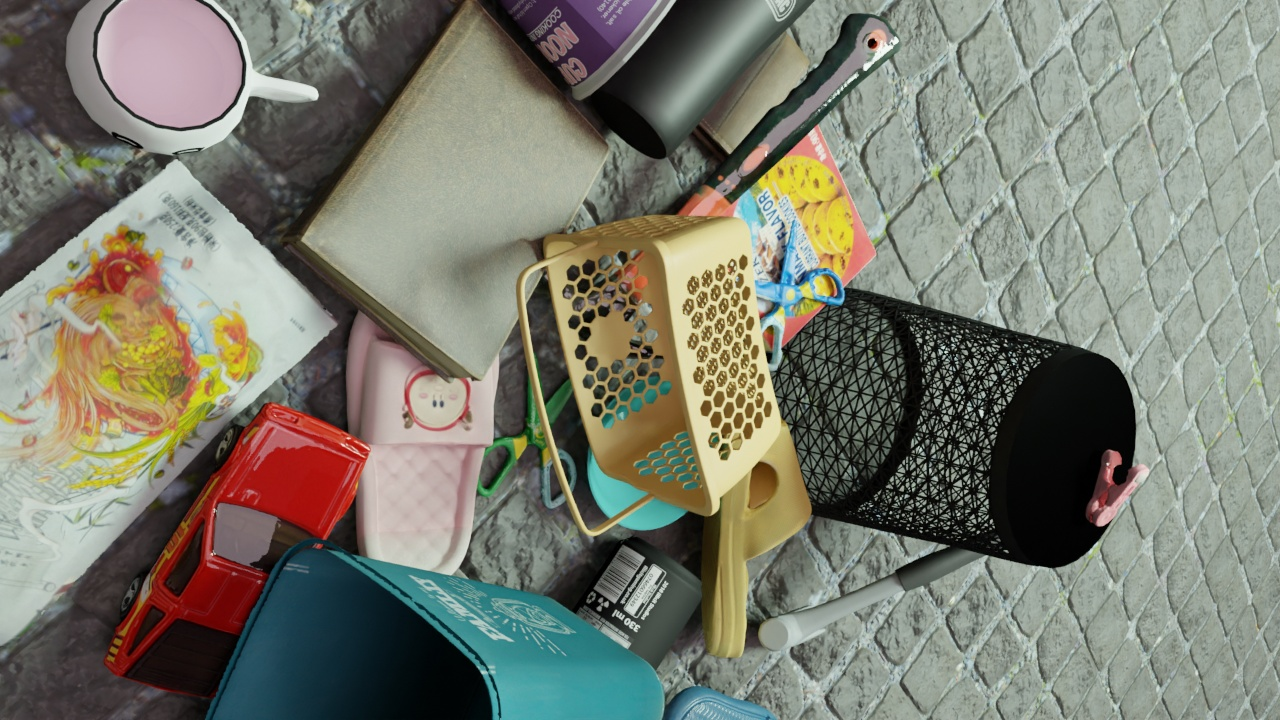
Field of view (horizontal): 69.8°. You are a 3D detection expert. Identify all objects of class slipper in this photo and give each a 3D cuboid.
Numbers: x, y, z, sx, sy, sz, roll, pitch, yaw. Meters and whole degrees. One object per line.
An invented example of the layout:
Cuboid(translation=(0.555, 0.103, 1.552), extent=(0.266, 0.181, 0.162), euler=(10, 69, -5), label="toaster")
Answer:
Cuboid(translation=(-0.144, 0.051, 0.623), extent=(0.106, 0.056, 0.221), euler=(0, 98, -35), label="slipper")
Cuboid(translation=(0.096, 0.122, 0.761), extent=(0.078, 0.099, 0.263), euler=(3, 102, -5), label="slipper")
Cuboid(translation=(0.070, 0.345, 0.817), extent=(0.214, 0.059, 0.103), euler=(50, 61, -42), label="slipper")

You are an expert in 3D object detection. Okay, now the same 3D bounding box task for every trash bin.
Cuboid(translation=(0.250, 0.056, 0.769), extent=(0.216, 0.243, 0.217), euler=(-6, 102, -33), label="trash bin")
Cuboid(translation=(-0.115, 0.236, 0.572), extent=(0.218, 0.197, 0.199), euler=(25, 89, -57), label="trash bin")

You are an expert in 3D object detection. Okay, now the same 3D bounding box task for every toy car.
Cuboid(translation=(-0.243, 0.117, 0.559), extent=(0.081, 0.056, 0.189), euler=(31, 91, -34), label="toy car")

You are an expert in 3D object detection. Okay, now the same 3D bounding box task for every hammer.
Cuboid(translation=(0.070, -0.136, 0.691), extent=(0.333, 0.033, 0.133), euler=(-46, 114, -1), label="hammer")
Cuboid(translation=(0.252, 0.187, 0.815), extent=(0.311, 0.029, 0.125), euler=(-26, 160, 7), label="hammer")

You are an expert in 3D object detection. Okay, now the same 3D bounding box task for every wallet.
Cuboid(translation=(0.075, -0.232, 0.736), extent=(0.098, 0.027, 0.121), euler=(41, 77, -27), label="wallet")

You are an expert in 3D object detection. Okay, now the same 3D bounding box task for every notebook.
Cuboid(translation=(-0.126, -0.124, 0.587), extent=(0.190, 0.035, 0.215), euler=(44, 59, -32), label="notebook")

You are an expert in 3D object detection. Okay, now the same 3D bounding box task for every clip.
Cuboid(translation=(0.346, 0.091, 0.679), extent=(0.023, 0.050, 0.059), euler=(12, 133, -32), label="clip")

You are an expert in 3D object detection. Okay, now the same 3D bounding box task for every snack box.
Cuboid(translation=(0.118, -0.105, 0.776), extent=(0.144, 0.040, 0.142), euler=(-43, 118, -19), label="snack box")

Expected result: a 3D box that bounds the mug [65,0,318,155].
Cuboid(translation=(-0.244, -0.157, 0.507), extent=(0.123, 0.076, 0.090), euler=(3, 97, -34), label="mug")

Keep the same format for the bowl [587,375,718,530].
Cuboid(translation=(0.000, 0.068, 0.726), extent=(0.121, 0.046, 0.121), euler=(-6, 102, -32), label="bowl")

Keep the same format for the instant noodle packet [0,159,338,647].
Cuboid(translation=(-0.312, 0.026, 0.511), extent=(0.268, 0.057, 0.147), euler=(-47, 122, -14), label="instant noodle packet")

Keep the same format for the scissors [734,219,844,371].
Cuboid(translation=(0.120, -0.051, 0.757), extent=(0.125, 0.013, 0.129), euler=(9, 92, -34), label="scissors")

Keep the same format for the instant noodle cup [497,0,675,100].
Cuboid(translation=(-0.049, -0.265, 0.608), extent=(0.122, 0.122, 0.136), euler=(37, 33, -23), label="instant noodle cup")

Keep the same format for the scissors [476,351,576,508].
Cuboid(translation=(-0.072, 0.058, 0.698), extent=(0.117, 0.012, 0.129), euler=(45, 75, -32), label="scissors")

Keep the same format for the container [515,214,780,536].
Cuboid(translation=(-0.004, 0.003, 0.603), extent=(0.166, 0.129, 0.183), euler=(-29, 116, -36), label="container")

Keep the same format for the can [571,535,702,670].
Cuboid(translation=(-0.019, 0.217, 0.720), extent=(0.080, 0.080, 0.145), euler=(43, 75, -31), label="can")

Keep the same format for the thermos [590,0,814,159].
Cuboid(translation=(0.059, -0.251, 0.662), extent=(0.106, 0.106, 0.218), euler=(43, 82, -31), label="thermos")
